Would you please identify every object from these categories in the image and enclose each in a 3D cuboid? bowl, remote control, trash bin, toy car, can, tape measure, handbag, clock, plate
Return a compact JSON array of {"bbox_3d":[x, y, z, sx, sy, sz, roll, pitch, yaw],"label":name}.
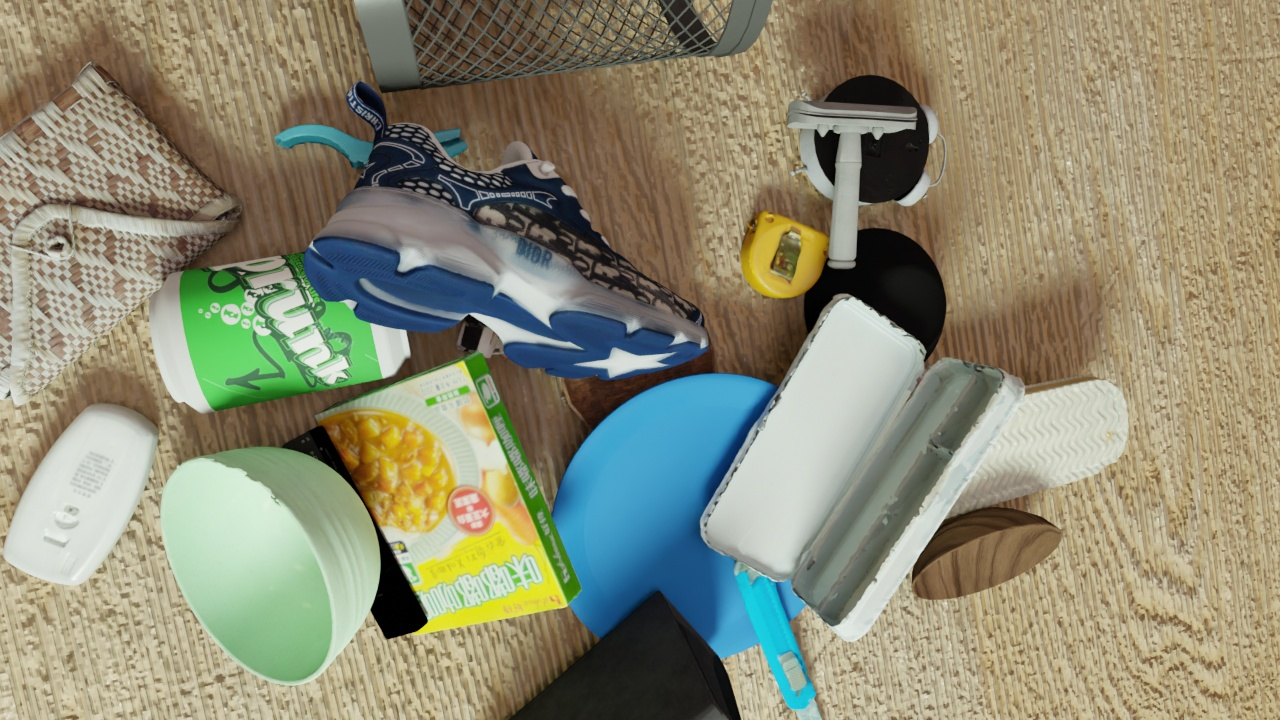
[{"bbox_3d":[-0.217,0.115,0.569,0.076,0.151,0.151,-32,103,-55],"label":"bowl"},{"bbox_3d":[-0.190,0.116,0.609,0.013,0.035,0.150,-33,98,-55],"label":"remote control"},{"bbox_3d":[-0.064,-0.275,0.545,0.227,0.218,0.218,-14,96,-10],"label":"trash bin"},{"bbox_3d":[-0.092,-0.055,0.634,0.039,0.039,0.113,22,85,-36],"label":"toy car"},{"bbox_3d":[-0.004,0.004,0.664,0.114,0.026,0.102,-11,94,-15],"label":"bowl"},{"bbox_3d":[-0.221,-0.021,0.574,0.139,0.088,0.088,-12,95,-14],"label":"can"},{"bbox_3d":[-0.348,0.082,0.575,0.060,0.028,0.114,25,86,-14],"label":"remote control"},{"bbox_3d":[0.106,-0.077,0.688,0.068,0.030,0.059,21,85,-14],"label":"tape measure"},{"bbox_3d":[0.193,-0.041,0.700,0.124,0.052,0.124,-1,92,-15],"label":"bowl"},{"bbox_3d":[-0.354,-0.076,0.558,0.185,0.047,0.124,-44,101,-9],"label":"handbag"},{"bbox_3d":[0.262,0.144,0.713,0.119,0.119,0.032,-6,52,-15],"label":"bowl"},{"bbox_3d":[0.179,-0.163,0.701,0.122,0.035,0.094,8,90,-16],"label":"clock"},{"bbox_3d":[-0.014,0.263,0.571,0.175,0.196,0.072,-41,104,-2],"label":"handbag"},{"bbox_3d":[0.044,0.115,0.671,0.224,0.024,0.224,-4,105,-14],"label":"plate"}]

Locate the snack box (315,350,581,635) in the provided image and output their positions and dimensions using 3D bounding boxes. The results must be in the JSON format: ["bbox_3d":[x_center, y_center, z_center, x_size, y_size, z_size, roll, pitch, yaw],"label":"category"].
[{"bbox_3d":[-0.127,0.091,0.596,0.132,0.027,0.168,-18,99,27],"label":"snack box"}]

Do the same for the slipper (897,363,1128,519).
[{"bbox_3d":[0.241,0.060,0.712,0.263,0.052,0.115,-9,105,-2],"label":"slipper"}]

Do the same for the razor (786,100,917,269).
[{"bbox_3d":[0.148,-0.124,0.657,0.088,0.047,0.116,-1,100,-14],"label":"razor"}]

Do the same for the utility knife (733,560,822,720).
[{"bbox_3d":[0.114,0.232,0.698,0.031,0.015,0.220,-25,110,-4],"label":"utility knife"}]

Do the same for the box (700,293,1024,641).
[{"bbox_3d":[0.146,0.072,0.615,0.129,0.105,0.210,29,89,-16],"label":"box"}]

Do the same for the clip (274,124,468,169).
[{"bbox_3d":[-0.191,-0.133,0.611,0.120,0.033,0.122,35,84,-10],"label":"clip"}]

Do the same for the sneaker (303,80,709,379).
[{"bbox_3d":[-0.065,-0.073,0.573,0.269,0.103,0.132,17,63,-34],"label":"sneaker"}]
